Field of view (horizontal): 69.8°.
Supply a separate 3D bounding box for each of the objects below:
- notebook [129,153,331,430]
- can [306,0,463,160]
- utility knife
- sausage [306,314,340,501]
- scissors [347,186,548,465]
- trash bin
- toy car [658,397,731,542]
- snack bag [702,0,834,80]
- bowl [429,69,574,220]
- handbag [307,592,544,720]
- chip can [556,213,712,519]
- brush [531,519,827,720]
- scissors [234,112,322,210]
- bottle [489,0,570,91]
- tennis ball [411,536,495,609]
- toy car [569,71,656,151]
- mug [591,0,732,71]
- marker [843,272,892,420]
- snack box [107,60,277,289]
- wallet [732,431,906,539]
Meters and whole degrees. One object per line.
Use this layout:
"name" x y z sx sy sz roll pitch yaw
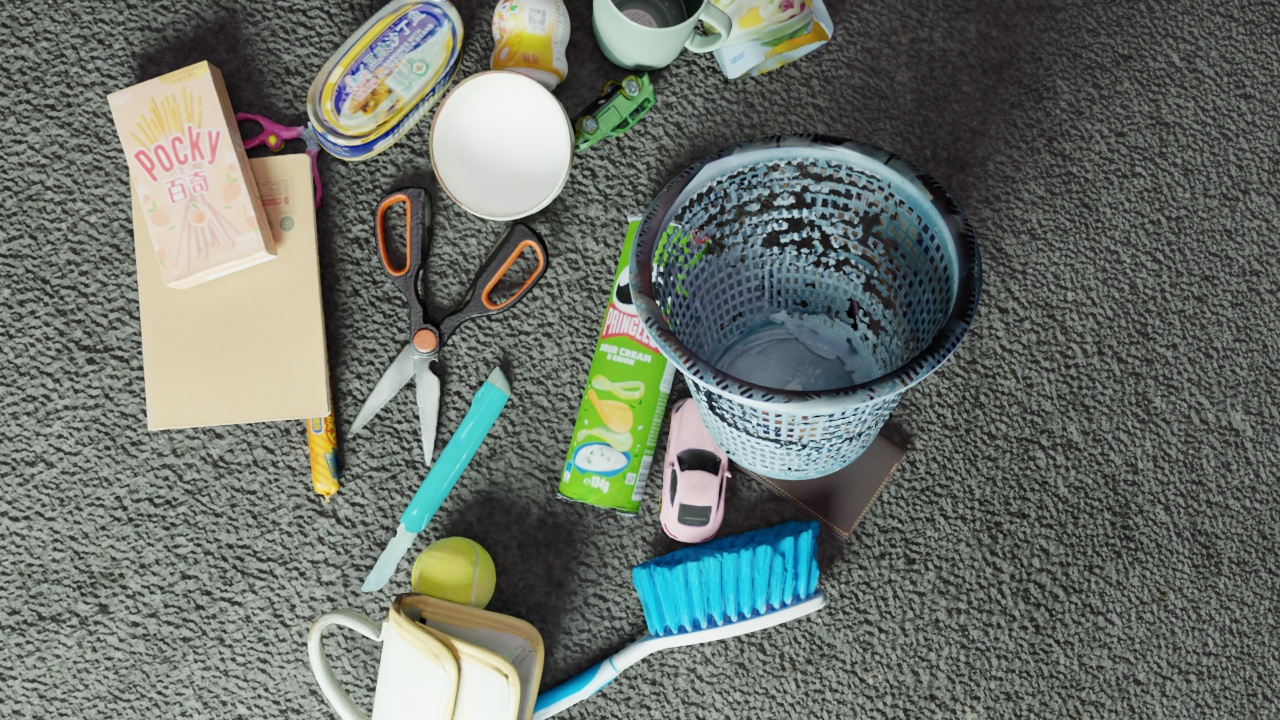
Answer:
"notebook" -0.324 -0.053 0.722 0.148 0.008 0.207 -5 90 3
"can" -0.200 -0.225 0.726 0.074 0.049 0.148 43 80 -9
"utility knife" -0.165 0.098 0.747 0.029 0.013 0.209 36 83 -33
"sausage" -0.258 0.031 0.734 0.021 0.021 0.165 -6 90 -7
"scissors" -0.172 -0.039 0.750 0.221 0.022 0.222 -33 91 -1
"trash bin" 0.113 -0.017 0.675 0.226 0.195 0.226 -3 57 4
"toy car" 0.046 0.090 0.765 0.056 0.037 0.122 6 87 -9
"snack bag" 0.082 -0.340 0.778 0.110 0.039 0.191 -24 88 -2
"bowl" -0.103 -0.170 0.730 0.113 0.062 0.113 2 102 10
"handbag" -0.173 0.258 0.695 0.179 0.063 0.163 15 111 5
"chip can" -0.004 0.004 0.742 0.072 0.072 0.236 15 88 -7
"brush" 0.007 0.219 0.752 0.314 0.060 0.109 -13 94 -5
"scissors" -0.266 -0.173 0.741 0.133 0.017 0.128 -12 89 -10
"bottle" -0.088 -0.274 0.740 0.063 0.063 0.108 4 89 -7
"tennis ball" -0.147 0.172 0.724 0.065 0.065 0.065 0 89 -7
"toy car" -0.027 -0.203 0.756 0.091 0.043 0.036 -41 117 -14
"mug" 0.017 -0.278 0.731 0.111 0.106 0.082 22 85 -6
"marker" 0.192 -0.011 0.793 0.022 0.020 0.132 -14 90 9
"snack box" -0.344 -0.142 0.706 0.084 0.026 0.157 -18 89 3
"wallet" 0.155 0.083 0.788 0.122 0.020 0.096 35 90 -6
